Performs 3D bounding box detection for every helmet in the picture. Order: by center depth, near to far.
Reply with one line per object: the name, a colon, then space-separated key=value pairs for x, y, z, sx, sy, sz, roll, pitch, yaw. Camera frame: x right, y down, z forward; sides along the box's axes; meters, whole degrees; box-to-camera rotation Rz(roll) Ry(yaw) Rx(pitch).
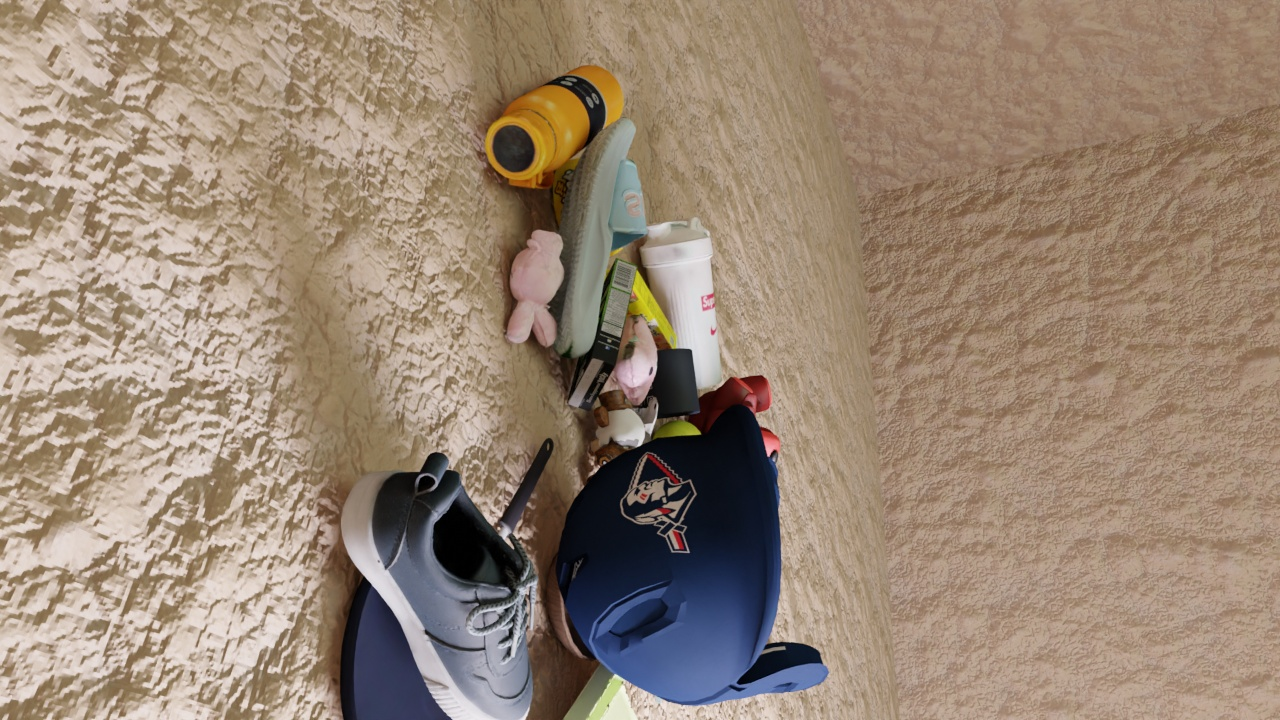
helmet: x=0.044 y=0.161 z=0.776 sx=0.231 sy=0.223 sz=0.273 roll=-97 pitch=-155 yaw=-45

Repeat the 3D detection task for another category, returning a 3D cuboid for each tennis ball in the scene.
tennis ball: x=0.046 y=0.106 z=1.131 sx=0.065 sy=0.065 sz=0.065 roll=-9 pitch=90 yaw=-69

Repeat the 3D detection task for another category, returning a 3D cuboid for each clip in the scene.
clip: x=-0.003 y=0.068 z=1.034 sx=0.101 sy=0.040 sz=0.054 roll=-114 pitch=-155 yaw=-59

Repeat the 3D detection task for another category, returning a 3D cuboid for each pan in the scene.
pan: x=-0.128 y=0.173 z=0.719 sx=0.355 sy=0.021 sz=0.199 roll=-67 pitch=141 yaw=-53

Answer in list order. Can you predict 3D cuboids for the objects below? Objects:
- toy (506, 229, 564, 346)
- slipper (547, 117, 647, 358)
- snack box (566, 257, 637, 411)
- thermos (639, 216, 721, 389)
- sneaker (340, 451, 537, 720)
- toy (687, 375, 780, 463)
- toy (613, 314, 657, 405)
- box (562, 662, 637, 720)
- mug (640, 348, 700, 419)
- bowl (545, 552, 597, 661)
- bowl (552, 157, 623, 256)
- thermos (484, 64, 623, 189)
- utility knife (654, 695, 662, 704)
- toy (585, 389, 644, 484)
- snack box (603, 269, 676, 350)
toy: x=-0.100 y=-0.068 z=0.866 sx=0.063 sy=0.047 sz=0.110 roll=15 pitch=79 yaw=-65
slipper: x=-0.039 y=-0.120 z=0.920 sx=0.074 sy=0.104 sz=0.245 roll=13 pitch=82 yaw=-22
snack box: x=-0.039 y=-0.029 z=0.961 sx=0.080 sy=0.025 sz=0.147 roll=121 pitch=-14 yaw=-46
thermos: x=0.058 y=-0.075 z=1.208 sx=0.099 sy=0.099 sz=0.220 roll=-34 pitch=117 yaw=-67
sneaker: x=-0.111 y=0.161 z=0.619 sx=0.089 sy=0.087 sz=0.236 roll=-70 pitch=143 yaw=-52
toy: x=0.122 y=0.107 z=1.208 sx=0.197 sy=0.120 sz=0.158 roll=-77 pitch=-176 yaw=-76
toy: x=-0.006 y=0.006 z=1.062 sx=0.098 sy=0.053 sz=0.096 roll=-82 pitch=168 yaw=-57
box: x=-0.043 y=0.346 z=0.840 sx=0.187 sy=0.047 sz=0.141 roll=-41 pitch=128 yaw=-65
mug: x=0.031 y=0.032 z=1.137 sx=0.105 sy=0.071 sz=0.077 roll=118 pitch=-35 yaw=-81
bowl: x=-0.060 y=0.221 z=0.861 sx=0.117 sy=0.030 sz=0.118 roll=-9 pitch=90 yaw=-68
bowl: x=-0.042 y=-0.171 z=1.022 sx=0.117 sy=0.068 sz=0.117 roll=-9 pitch=90 yaw=-69
thermos: x=-0.081 y=-0.237 z=0.936 sx=0.091 sy=0.076 sz=0.232 roll=65 pitch=25 yaw=-19
utility knife: x=0.027 y=0.327 z=1.046 sx=0.015 sy=0.022 sz=0.123 roll=60 pitch=28 yaw=-56
toy: x=-0.026 y=0.090 z=0.970 sx=0.087 sy=0.067 sz=0.112 roll=24 pitch=50 yaw=-65
snack box: x=0.000 y=-0.057 z=1.119 sx=0.148 sy=0.040 sz=0.028 roll=56 pitch=32 yaw=-47
